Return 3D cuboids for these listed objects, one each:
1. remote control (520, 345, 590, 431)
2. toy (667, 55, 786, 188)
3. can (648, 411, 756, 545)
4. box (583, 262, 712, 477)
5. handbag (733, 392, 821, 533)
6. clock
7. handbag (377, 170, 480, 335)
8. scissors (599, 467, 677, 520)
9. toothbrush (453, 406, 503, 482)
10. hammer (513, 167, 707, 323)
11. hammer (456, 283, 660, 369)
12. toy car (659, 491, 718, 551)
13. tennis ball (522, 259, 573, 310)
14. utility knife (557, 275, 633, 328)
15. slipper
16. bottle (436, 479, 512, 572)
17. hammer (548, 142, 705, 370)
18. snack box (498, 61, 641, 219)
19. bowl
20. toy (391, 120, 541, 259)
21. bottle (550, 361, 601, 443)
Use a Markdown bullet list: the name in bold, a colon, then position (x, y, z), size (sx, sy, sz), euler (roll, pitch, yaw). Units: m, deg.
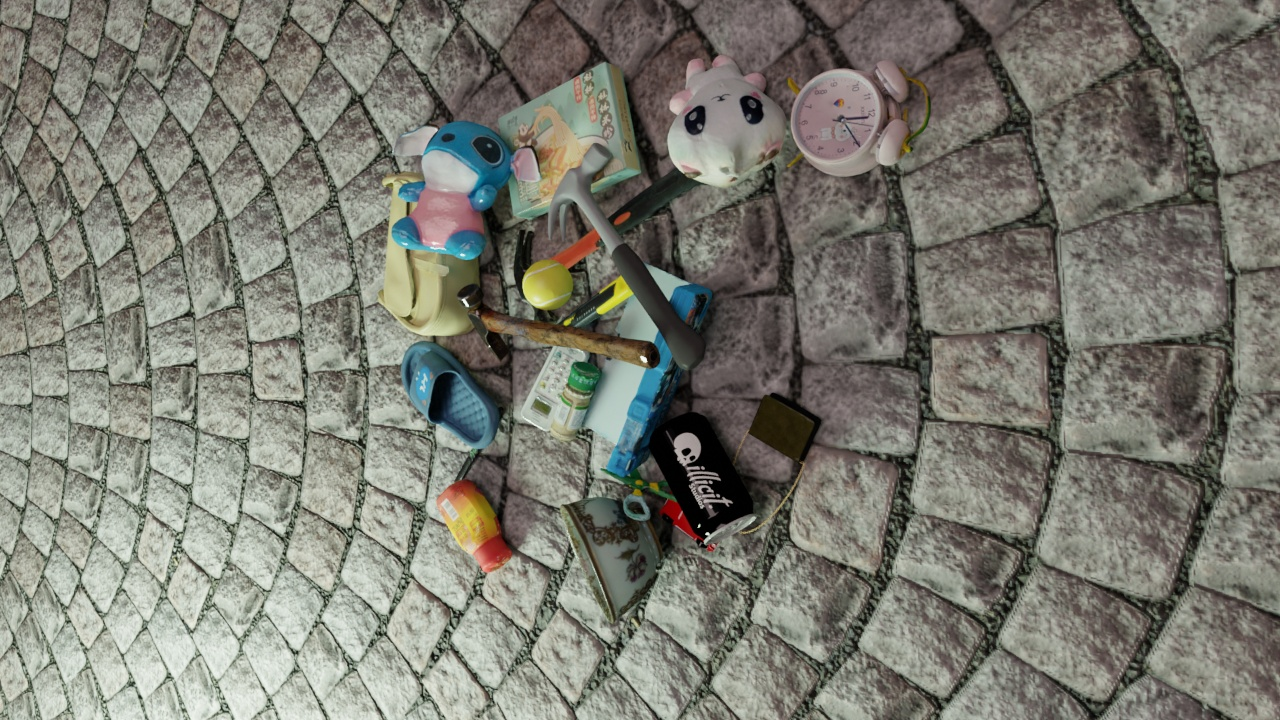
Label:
- **remote control**: position (-0.115, 0.031, 1.249), size (0.050, 0.022, 0.133), euler (30, 108, 4)
- **toy**: position (0.096, -0.285, 1.074), size (0.139, 0.101, 0.179), euler (-11, 67, 5)
- **can**: position (0.074, 0.141, 1.106), size (0.080, 0.080, 0.146), euler (-39, 67, 26)
- **box**: position (-0.007, 0.006, 1.151), size (0.114, 0.114, 0.244), euler (24, 104, 14)
- **handbag**: position (0.151, 0.132, 1.106), size (0.084, 0.027, 0.178), euler (31, 112, 27)
- **clock**: position (0.240, -0.266, 1.010), size (0.158, 0.058, 0.117), euler (1, 93, 29)
- **handbag**: position (-0.316, -0.155, 1.324), size (0.191, 0.088, 0.233), euler (9, 97, 33)
- **scissors**: position (-0.008, 0.162, 1.154), size (0.131, 0.112, 0.012), euler (17, 125, 29)
- **toothbrush**: position (-0.248, 0.140, 1.338), size (0.014, 0.017, 0.188), euler (46, 115, 30)
- **hammer**: position (-0.036, -0.173, 1.193), size (0.334, 0.033, 0.133), euler (-30, 77, 27)
- **hammer**: position (-0.102, -0.026, 1.163), size (0.331, 0.033, 0.120), euler (13, 141, 42)
- **toy car**: position (0.065, 0.200, 1.154), size (0.089, 0.025, 0.038), euler (33, 105, 23)
- **tennis ball**: position (-0.120, -0.098, 1.188), size (0.065, 0.065, 0.065), euler (2, 93, 30)
- **utility knife**: position (-0.067, -0.065, 1.211), size (0.174, 0.020, 0.028), euler (-33, 57, 38)
- **slipper**: position (-0.284, 0.054, 1.324), size (0.214, 0.059, 0.104), euler (38, 113, 30)
- **bottle**: position (-0.236, 0.239, 1.317), size (0.072, 0.048, 0.134), euler (-44, 71, 24)
- **hammer**: position (-0.016, -0.112, 1.091), size (0.125, 0.029, 0.310), euler (-47, 61, 28)
- **snack box**: position (-0.096, -0.283, 1.203), size (0.194, 0.044, 0.141), euler (-16, 81, 35)
- **bowl**: position (-0.028, 0.237, 1.159), size (0.093, 0.160, 0.160), euler (-22, 78, -13)
- **toy**: position (-0.233, -0.226, 1.213), size (0.224, 0.099, 0.191), euler (13, 83, 17)
- **bottle**: position (-0.088, 0.056, 1.221), size (0.043, 0.042, 0.110), euler (33, 116, 25)
